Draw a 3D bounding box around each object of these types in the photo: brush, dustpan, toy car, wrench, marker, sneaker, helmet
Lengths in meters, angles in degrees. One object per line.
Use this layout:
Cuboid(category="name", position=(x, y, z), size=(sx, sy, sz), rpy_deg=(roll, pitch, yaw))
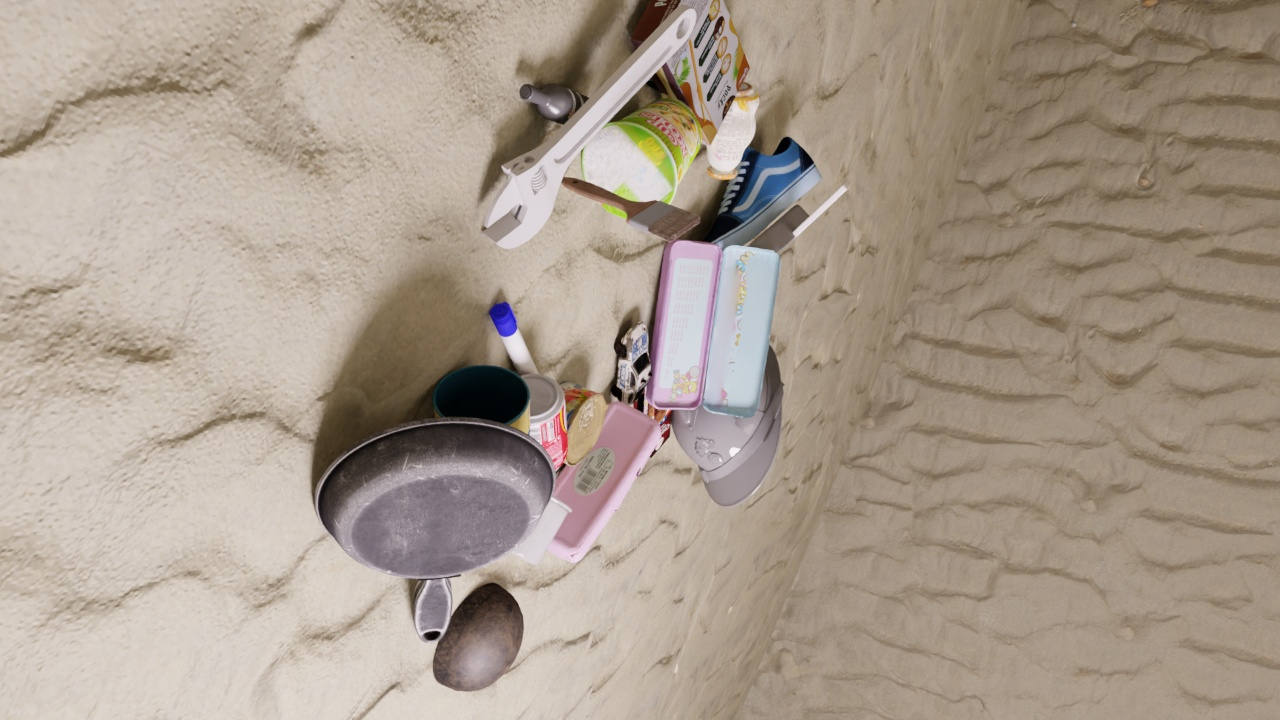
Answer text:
Cuboid(category="brush", position=(-0.016, -0.141, 0.818), size=(0.045, 0.143, 0.008), rpy_deg=(-37, 142, -37))
Cuboid(category="dustpan", position=(0.173, -0.155, 1.197), size=(0.258, 0.033, 0.162), rpy_deg=(-44, 178, 43))
Cuboid(category="toy car", position=(-0.007, 0.006, 1.107), size=(0.048, 0.040, 0.113), rpy_deg=(-44, 147, -46))
Cuboid(category="wrench", position=(-0.040, -0.204, 0.795), size=(0.273, 0.018, 0.087), rpy_deg=(-49, 161, -14))
Cuboid(category="marker", position=(-0.115, -0.006, 0.881), size=(0.020, 0.020, 0.142), rpy_deg=(-57, 155, -24))
Cuboid(category="sneaker", position=(0.132, -0.216, 1.207), size=(0.240, 0.098, 0.084), rpy_deg=(-41, -169, -25))
Cuboid(category="helmet", position=(0.094, 0.061, 1.257), size=(0.184, 0.117, 0.270), rpy_deg=(-41, -146, 40))

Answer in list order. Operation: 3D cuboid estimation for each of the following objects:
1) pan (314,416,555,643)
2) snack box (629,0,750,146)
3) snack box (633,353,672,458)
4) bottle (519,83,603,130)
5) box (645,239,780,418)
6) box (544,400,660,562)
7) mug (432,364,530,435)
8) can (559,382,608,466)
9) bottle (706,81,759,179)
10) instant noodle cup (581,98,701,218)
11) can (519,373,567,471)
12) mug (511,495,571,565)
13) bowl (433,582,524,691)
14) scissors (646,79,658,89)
Cuboid(category="pan", position=(-0.175, 0.170, 0.787), size=(0.187, 0.055, 0.358), rpy_deg=(-3, 136, -17))
Cuboid(category="snack box", position=(0.056, -0.311, 0.934), size=(0.101, 0.032, 0.186), rpy_deg=(-63, 155, -6))
Cuboid(category="snack box", position=(0.017, 0.058, 1.217), size=(0.050, 0.032, 0.141), rpy_deg=(-45, 148, -43))
Cuboid(category="bottle", position=(-0.068, -0.217, 0.780), size=(0.112, 0.030, 0.030), rpy_deg=(-8, 117, -64))
Cuboid(category="box", position=(0.089, -0.038, 1.136), size=(0.049, 0.150, 0.214), rpy_deg=(-105, -158, -78))
Cuboid(category="box", position=(-0.058, 0.152, 1.085), size=(0.201, 0.087, 0.103), rpy_deg=(-55, 167, -29))
Cuboid(category="mug", position=(-0.131, 0.079, 0.805), size=(0.083, 0.113, 0.107), rpy_deg=(-19, 135, -29))
Cuboid(category="can", position=(-0.076, 0.069, 1.005), size=(0.086, 0.043, 0.086), rpy_deg=(-48, 151, -39))
Cuboid(category="bottle", position=(0.102, -0.268, 1.070), size=(0.062, 0.063, 0.109), rpy_deg=(-41, 145, -47))
Cuboid(category="instant noodle cup", position=(0.009, -0.204, 0.894), size=(0.107, 0.099, 0.099), rpy_deg=(-54, 155, -47))
Cuboid(category="can", position=(-0.105, 0.067, 0.904), size=(0.064, 0.064, 0.105), rpy_deg=(-51, 157, -35))
Cuboid(category="mug", position=(-0.119, 0.164, 0.947), size=(0.070, 0.084, 0.113), rpy_deg=(-60, 161, -13))
Cuboid(category="bowl", position=(-0.166, 0.312, 1.008), size=(0.121, 0.056, 0.121), rpy_deg=(-48, 150, -40))
Cuboid(category="scissors", position=(0.068, -0.345, 0.988), size=(0.209, 0.015, 0.147), rpy_deg=(-60, 153, -15))
